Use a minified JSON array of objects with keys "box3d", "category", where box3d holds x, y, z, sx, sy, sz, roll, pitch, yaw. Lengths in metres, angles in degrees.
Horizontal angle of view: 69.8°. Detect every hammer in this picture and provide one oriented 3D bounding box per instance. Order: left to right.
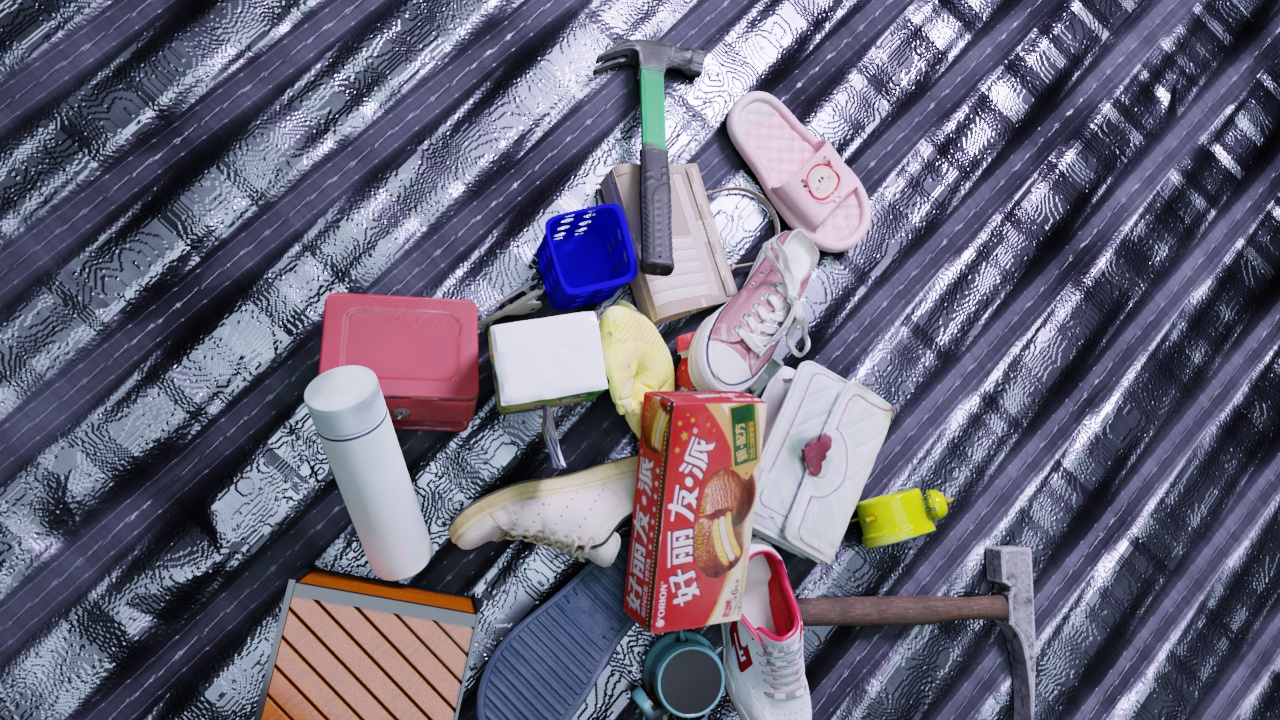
[{"box3d":[0.013,-0.230,1.003,0.130,0.032,0.318,6,61,-14],"category":"hammer"},{"box3d":[0.316,0.326,1.057,0.300,0.037,0.217,2,83,-11],"category":"hammer"}]

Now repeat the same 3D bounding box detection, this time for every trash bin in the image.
[{"box3d":[-0.257,0.288,0.885,0.171,0.140,0.139,13,81,-10],"category":"trash bin"}]

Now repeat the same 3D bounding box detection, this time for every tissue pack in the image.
[{"box3d":[-0.092,0.039,0.920,0.120,0.198,0.141,-9,86,-3],"category":"tissue pack"}]

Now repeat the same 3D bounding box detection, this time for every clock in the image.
[{"box3d":[0.041,0.353,0.986,0.090,0.053,0.124,25,82,-8],"category":"clock"},{"box3d":[0.302,0.178,1.048,0.119,0.083,0.057,-13,79,-11],"category":"clock"}]

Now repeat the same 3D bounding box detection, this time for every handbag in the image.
[{"box3d":[0.074,-0.147,1.056,0.197,0.062,0.175,-15,85,-22],"category":"handbag"},{"box3d":[0.188,0.114,1.024,0.142,0.096,0.198,27,77,-9],"category":"handbag"}]

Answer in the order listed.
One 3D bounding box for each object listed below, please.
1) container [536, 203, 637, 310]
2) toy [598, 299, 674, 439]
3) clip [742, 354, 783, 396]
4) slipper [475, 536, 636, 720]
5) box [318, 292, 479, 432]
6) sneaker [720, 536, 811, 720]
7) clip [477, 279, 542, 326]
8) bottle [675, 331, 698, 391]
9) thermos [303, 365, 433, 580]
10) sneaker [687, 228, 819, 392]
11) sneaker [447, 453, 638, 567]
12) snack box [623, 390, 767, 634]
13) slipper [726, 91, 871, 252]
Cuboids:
[{"box3d":[-0.061,-0.107,0.986,0.084,0.114,0.085,-14,86,-13],"category":"container"},{"box3d":[-0.006,0.006,0.970,0.065,0.170,0.154,-12,59,14],"category":"toy"},{"box3d":[0.133,0.025,1.057,0.023,0.061,0.076,38,93,-4],"category":"clip"},{"box3d":[-0.074,0.293,0.960,0.101,0.083,0.262,40,58,8],"category":"slipper"},{"box3d":[-0.245,0.000,0.932,0.157,0.127,0.137,1,78,-12],"category":"box"},{"box3d":[0.141,0.309,0.986,0.090,0.104,0.236,-9,86,-13],"category":"sneaker"},{"box3d":[-0.136,-0.070,0.999,0.054,0.102,0.043,-28,94,-57],"category":"clip"},{"box3d":[0.071,0.036,1.025,0.062,0.062,0.137,-15,88,-13],"category":"bottle"},{"box3d":[-0.255,0.112,0.877,0.068,0.068,0.230,-17,128,-14],"category":"thermos"},{"box3d":[0.140,-0.057,1.003,0.118,0.088,0.240,43,63,-18],"category":"sneaker"},{"box3d":[-0.074,0.173,0.955,0.241,0.089,0.102,-13,69,-19],"category":"sneaker"},{"box3d":[0.054,0.150,0.931,0.113,0.060,0.236,1,99,-30],"category":"snack box"},{"box3d":[0.191,-0.228,1.085,0.106,0.056,0.221,-42,92,-15],"category":"slipper"}]
